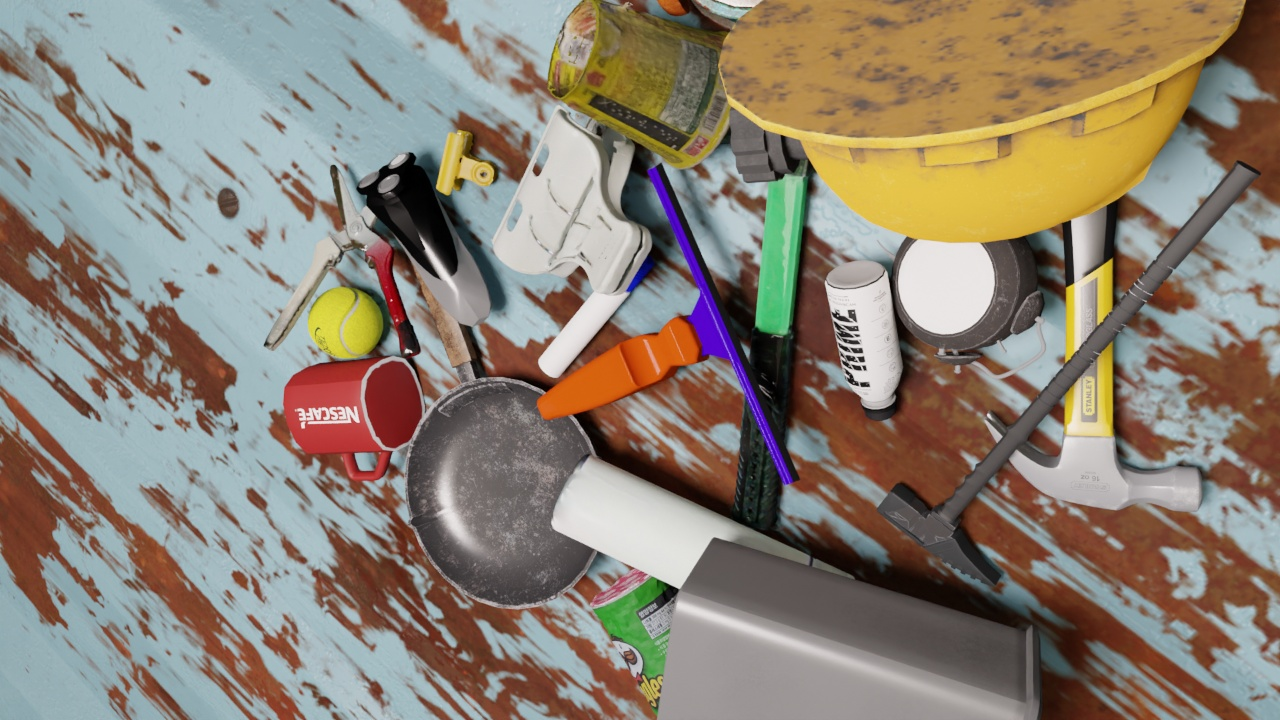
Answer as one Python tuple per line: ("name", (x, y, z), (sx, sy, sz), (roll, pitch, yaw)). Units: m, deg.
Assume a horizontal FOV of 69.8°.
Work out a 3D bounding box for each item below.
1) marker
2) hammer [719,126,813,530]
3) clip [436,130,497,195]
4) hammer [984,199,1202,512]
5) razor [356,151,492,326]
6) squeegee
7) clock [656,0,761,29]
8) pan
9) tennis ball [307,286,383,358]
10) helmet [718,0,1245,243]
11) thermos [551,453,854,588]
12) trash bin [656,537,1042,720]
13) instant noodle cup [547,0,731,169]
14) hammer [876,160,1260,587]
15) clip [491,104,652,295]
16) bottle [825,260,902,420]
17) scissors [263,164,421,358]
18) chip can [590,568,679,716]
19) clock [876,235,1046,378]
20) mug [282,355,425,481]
("marker", (-0.039, -0.039, 0.749), (0.027, 0.023, 0.133), (32, 119, -18))
("hammer", (0.100, -0.024, 0.681), (0.130, 0.032, 0.319), (11, 108, 23))
("clip", (-0.147, -0.163, 0.772), (0.048, 0.046, 0.054), (38, 117, 41))
("hammer", (0.285, -0.062, 0.581), (0.127, 0.029, 0.324), (0, 102, 27))
("razor", (-0.175, -0.098, 0.772), (0.057, 0.060, 0.156), (-33, 99, -1))
("squeegee", (-0.004, 0.004, 0.712), (0.185, 0.055, 0.249), (-26, 85, 26))
("clock", (0.060, -0.284, 0.610), (0.158, 0.073, 0.121), (7, 106, 13))
("pan", (-0.140, 0.042, 0.812), (0.208, 0.040, 0.357), (-20, 85, 24))
("tennis ball", (-0.270, -0.034, 0.843), (0.065, 0.065, 0.065), (7, 105, 25))
("helmet", (0.183, -0.137, 0.521), (0.256, 0.204, 0.131), (1, 136, 24))
("thermos", (0.047, 0.148, 0.706), (0.230, 0.067, 0.068), (24, 112, 9))
("trash bin", (0.129, 0.244, 0.617), (0.220, 0.097, 0.192), (14, 113, 18))
("instant noodle cup", (0.000, -0.193, 0.626), (0.102, 0.108, 0.102), (-28, 56, 51))
("hammer", (0.263, 0.022, 0.566), (0.095, 0.015, 0.326), (38, 132, 17))
("clip", (-0.056, -0.113, 0.683), (0.127, 0.110, 0.150), (-59, 31, 28))
("bottle", (0.158, -0.010, 0.636), (0.041, 0.041, 0.116), (-2, 123, 27))
("scissors", (-0.262, -0.075, 0.805), (0.179, 0.015, 0.199), (-29, 77, 3))
("chip can", (0.045, 0.278, 0.759), (0.076, 0.075, 0.223), (-31, 88, 29))
("clock", (0.209, -0.047, 0.594), (0.091, 0.043, 0.122), (-41, 65, 43))
("mug", (-0.261, 0.057, 0.854), (0.097, 0.080, 0.116), (-5, 107, 28))
